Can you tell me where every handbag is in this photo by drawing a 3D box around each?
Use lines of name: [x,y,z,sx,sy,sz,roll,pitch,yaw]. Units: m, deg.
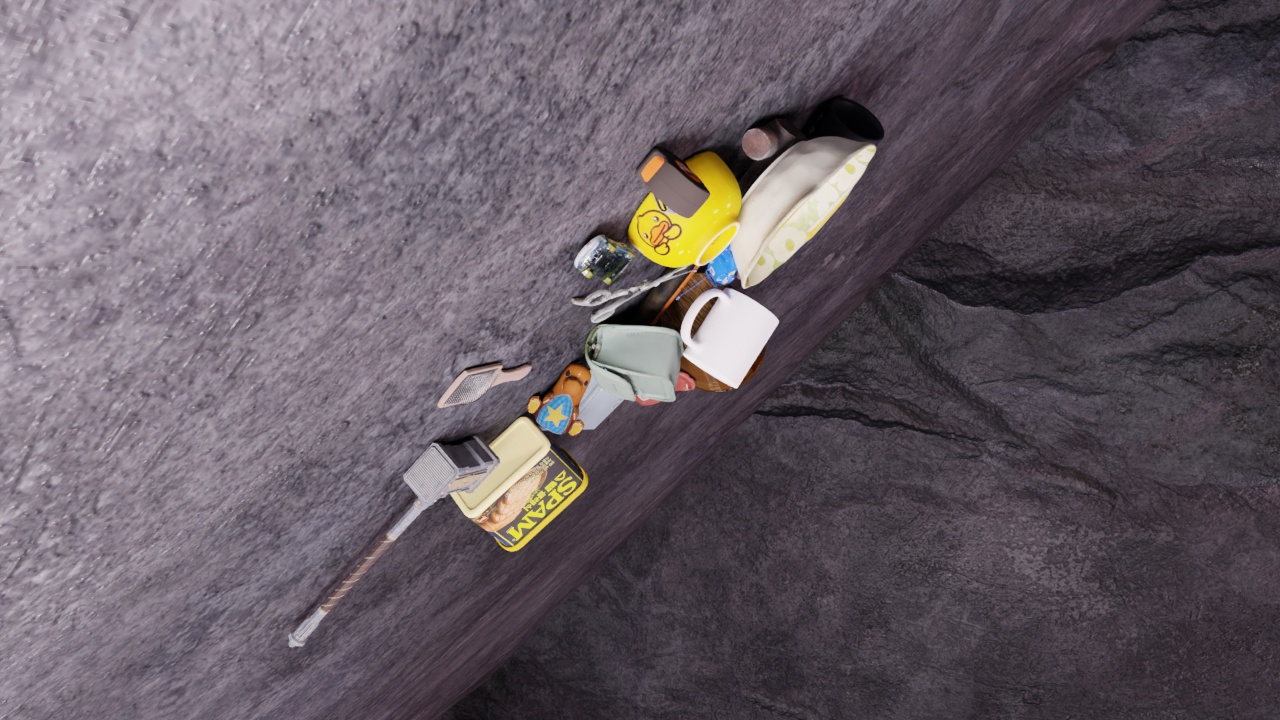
handbag: [-0.006,0.006,1.072,0.122,0.106,0.067,72,26,-74]

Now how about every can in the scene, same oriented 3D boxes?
can: [-0.147,0.147,1.099,0.135,0.075,0.104,-42,141,-5]

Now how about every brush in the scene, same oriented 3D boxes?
brush: [-0.144,0.022,0.902,0.050,0.015,0.135,-47,167,22]
brush: [0.034,0.032,1.277,0.030,0.041,0.173,-50,-167,-25]

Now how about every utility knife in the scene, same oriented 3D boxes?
utility knife: [-0.035,0.018,1.175,0.166,0.015,0.022,-52,163,27]

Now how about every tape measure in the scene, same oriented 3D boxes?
tape measure: [0.027,-0.147,0.779,0.038,0.059,0.058,-48,164,19]

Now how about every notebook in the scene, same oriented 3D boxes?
notebook: [-0.041,0.032,1.269,0.181,0.009,0.253,-45,167,8]

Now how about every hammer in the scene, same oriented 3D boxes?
hammer: [-0.288,0.209,1.003,0.322,0.044,0.098,-46,167,13]
hammer: [0.077,-0.138,1.023,0.137,0.035,0.315,-27,160,-51]

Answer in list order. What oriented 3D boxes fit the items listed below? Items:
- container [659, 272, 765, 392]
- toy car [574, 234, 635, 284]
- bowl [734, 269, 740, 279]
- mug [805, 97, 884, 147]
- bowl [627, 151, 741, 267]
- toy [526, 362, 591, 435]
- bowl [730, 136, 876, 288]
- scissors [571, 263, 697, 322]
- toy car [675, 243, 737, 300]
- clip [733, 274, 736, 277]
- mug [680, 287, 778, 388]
container: [0.088,-0.040,1.187,0.132,0.132,0.167,-43,162,0]
toy car: [-0.033,-0.094,0.834,0.039,0.027,0.089,-49,166,11]
bowl: [0.162,-0.170,1.154,0.149,0.043,0.150,-41,167,-11]
mug: [0.215,-0.234,1.022,0.104,0.071,0.078,-52,178,-46]
bowl: [0.052,-0.134,0.876,0.117,0.067,0.117,-41,167,-12]
toy: [-0.089,0.039,1.093,0.090,0.070,0.103,-59,-173,12]
bowl: [0.151,-0.161,0.930,0.189,0.060,0.218,-49,169,23]
scissors: [-0.004,-0.077,0.953,0.142,0.014,0.158,-32,167,22]
toy car: [0.072,-0.094,1.015,0.062,0.033,0.092,-28,170,-10]
clip: [0.140,-0.131,1.264,0.075,0.023,0.042,-23,158,-52]
mug: [0.092,-0.034,1.041,0.110,0.074,0.090,35,87,-40]
